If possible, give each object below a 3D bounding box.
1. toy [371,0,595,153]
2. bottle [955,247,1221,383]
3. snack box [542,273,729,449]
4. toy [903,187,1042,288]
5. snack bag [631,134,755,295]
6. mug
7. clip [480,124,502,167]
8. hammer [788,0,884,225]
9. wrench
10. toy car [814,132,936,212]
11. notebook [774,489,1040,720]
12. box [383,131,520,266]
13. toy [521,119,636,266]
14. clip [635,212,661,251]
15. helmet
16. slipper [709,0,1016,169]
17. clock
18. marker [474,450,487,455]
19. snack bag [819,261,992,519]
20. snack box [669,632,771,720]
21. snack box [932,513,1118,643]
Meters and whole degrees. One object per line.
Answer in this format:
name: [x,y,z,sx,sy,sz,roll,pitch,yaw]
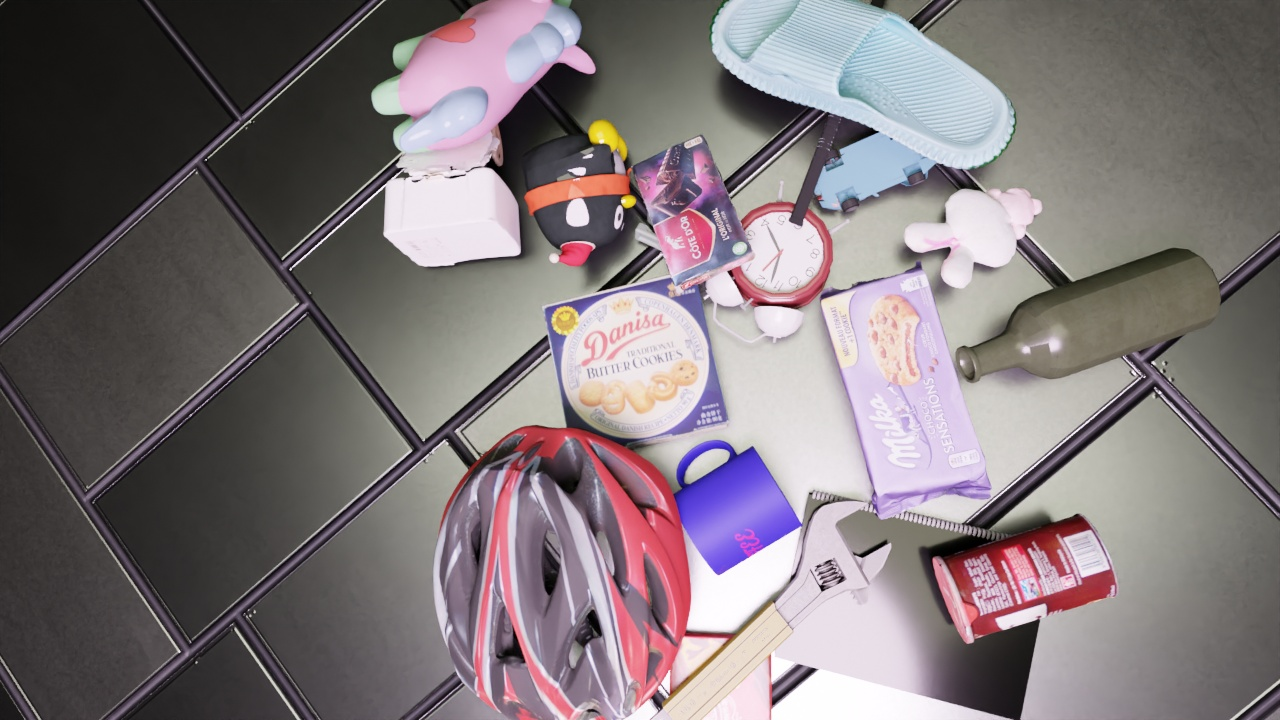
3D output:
toy: [-0.138,-0.261,0.819,0.171,0.120,0.221,-10,42,16]
bottle: [0.358,-0.029,0.748,0.206,0.071,0.071,-19,81,-6]
snack box: [-0.005,0.005,0.831,0.144,0.042,0.145,-13,83,6]
toy: [0.293,-0.113,0.799,0.125,0.037,0.076,-32,76,-17]
snack bag: [0.045,-0.134,0.821,0.075,0.018,0.155,-23,58,9]
mug: [0.075,0.117,0.795,0.083,0.079,0.111,-32,55,4]
clip: [-0.146,-0.214,0.886,0.047,0.025,0.062,-38,73,-1]
hammer: [0.198,-0.264,0.819,0.095,0.015,0.324,20,79,8]
wrench: [0.105,0.227,0.781,0.273,0.018,0.083,-42,79,0]
toy car: [0.208,-0.172,0.826,0.108,0.027,0.060,-22,81,15]
notebook: [0.233,0.207,0.788,0.207,0.016,0.149,12,87,9]
box: [-0.173,-0.166,0.847,0.110,0.103,0.130,-8,75,8]
toy: [-0.054,-0.145,0.831,0.100,0.097,0.119,-10,92,7]
clip: [0.033,-0.108,0.845,0.076,0.023,0.047,33,73,10]
helmet: [-0.072,0.189,0.760,0.218,0.166,0.272,2,104,23]
slipper: [0.191,-0.253,0.775,0.276,0.069,0.115,29,77,8]
clock: [0.118,-0.082,0.818,0.096,0.048,0.137,33,88,10]
marker: [-0.088,0.114,0.843,0.145,0.019,0.019,24,88,10]
snack bag: [0.223,0.027,0.786,0.096,0.058,0.205,-15,82,8]
snack box: [0.069,0.307,0.798,0.089,0.021,0.133,0,83,8]
snack box: [0.306,0.174,0.735,0.121,0.072,0.072,-19,81,6]
